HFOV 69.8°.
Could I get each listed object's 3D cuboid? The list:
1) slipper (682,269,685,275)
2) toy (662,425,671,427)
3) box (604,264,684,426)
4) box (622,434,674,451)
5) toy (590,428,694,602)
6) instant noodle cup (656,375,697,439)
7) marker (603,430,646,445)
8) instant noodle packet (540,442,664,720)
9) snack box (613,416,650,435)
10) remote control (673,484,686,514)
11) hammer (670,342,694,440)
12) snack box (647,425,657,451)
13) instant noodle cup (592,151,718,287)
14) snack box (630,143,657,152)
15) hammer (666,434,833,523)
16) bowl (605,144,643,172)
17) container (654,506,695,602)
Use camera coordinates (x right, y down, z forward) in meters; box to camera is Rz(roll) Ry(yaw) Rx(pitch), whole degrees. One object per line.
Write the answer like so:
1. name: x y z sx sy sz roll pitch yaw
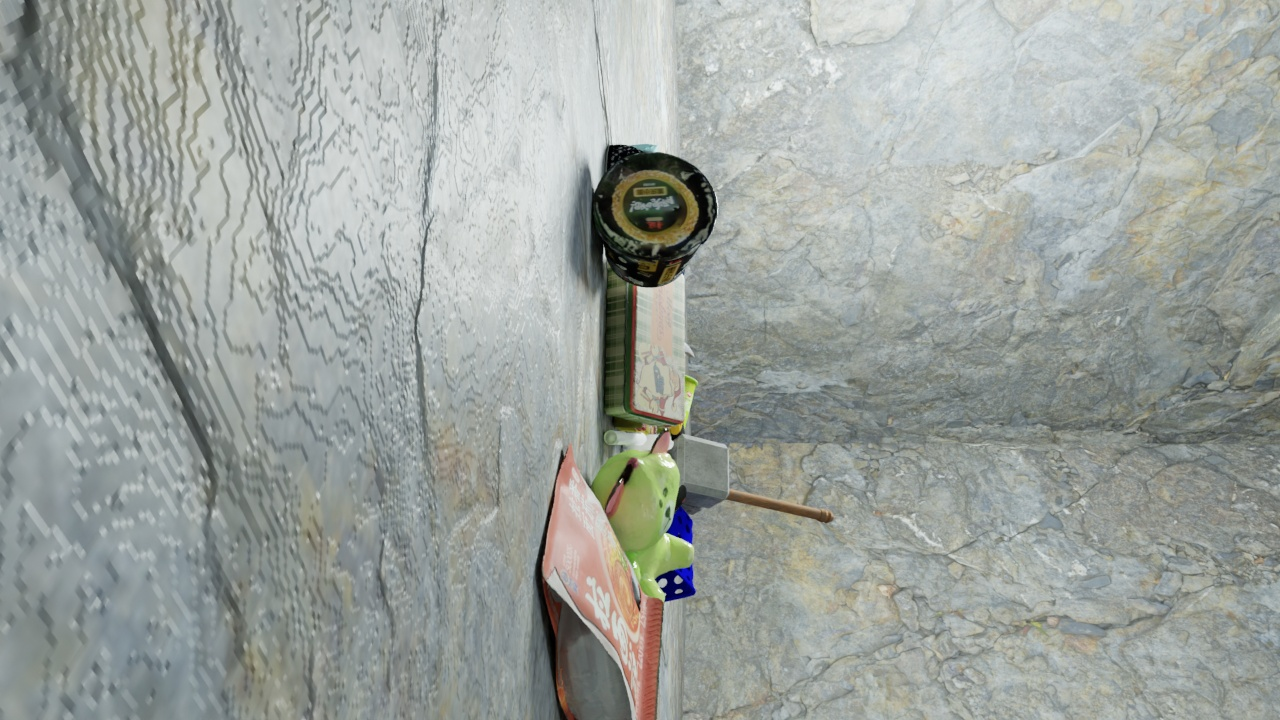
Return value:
1. slipper: 0.025 -0.077 1.526 0.118 0.060 0.294 88 14 -46
2. toy: 0.008 0.067 1.356 0.095 0.065 0.128 50 -16 4
3. box: 0.008 -0.024 1.140 0.117 0.051 0.205 22 64 -53
4. box: 0.008 0.141 1.223 0.156 0.084 0.125 75 8 -75
5. toy: -0.007 0.171 0.983 0.149 0.107 0.197 -48 134 -47
6. instant noodle cup: 0.043 0.082 1.575 0.099 0.099 0.107 70 27 -74
7. marker: -0.016 0.098 1.140 0.017 0.020 0.133 -59 163 4
8. instant noodle packet: -0.048 0.204 0.811 0.164 0.084 0.221 -81 158 -56
9. snack box: -0.007 0.007 1.234 0.121 0.045 0.180 61 29 -79
10. remote control: 0.016 0.223 1.190 0.146 0.015 0.033 -50 169 -22
11. hammer: 0.060 0.111 1.493 0.126 0.029 0.324 -50 142 -48
12. snack box: 0.006 0.111 1.448 0.140 0.032 0.051 -76 164 -70
13. instant noodle cup: 0.014 -0.151 1.055 0.112 0.137 0.137 99 -7 -70
14. snack box: 0.001 -0.218 1.313 0.074 0.053 0.175 -74 162 -69
15. hammer: 0.159 0.207 1.377 0.163 0.317 0.082 -43 -142 52
16. bowl: -0.005 -0.213 1.165 0.120 0.066 0.120 1 88 -85
17. container: 0.023 0.258 1.250 0.084 0.085 0.113 53 28 -40
